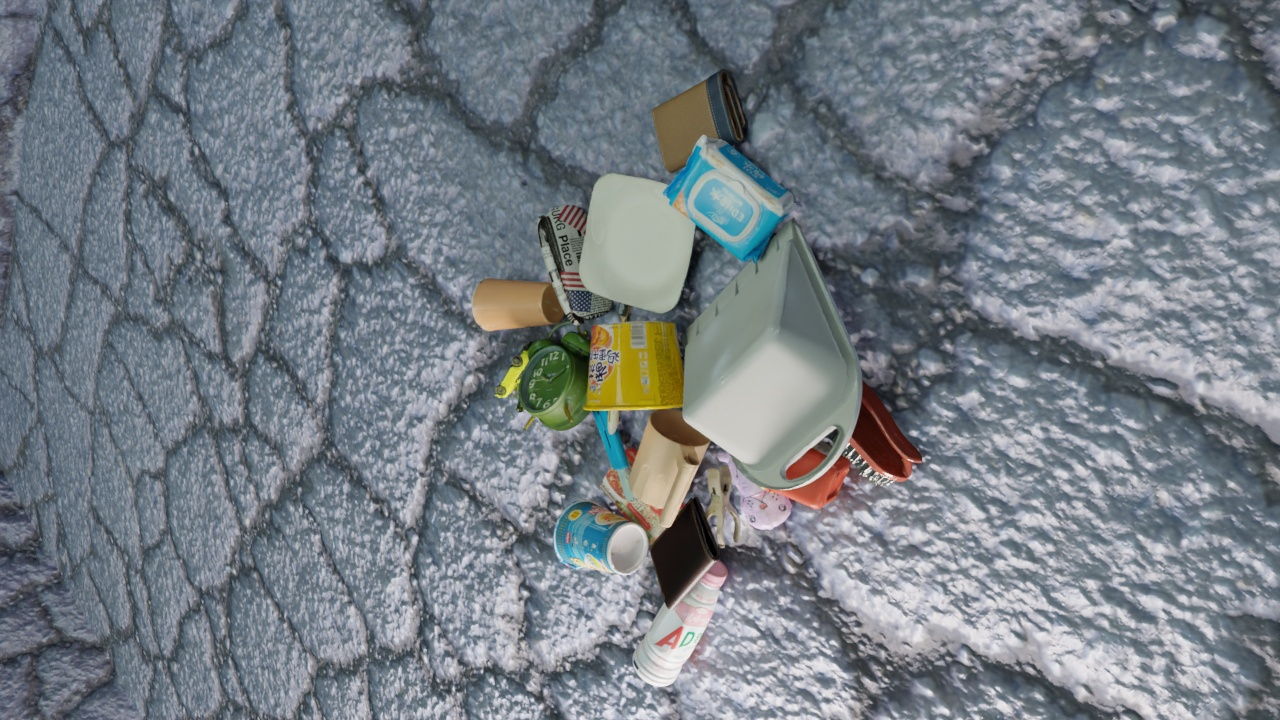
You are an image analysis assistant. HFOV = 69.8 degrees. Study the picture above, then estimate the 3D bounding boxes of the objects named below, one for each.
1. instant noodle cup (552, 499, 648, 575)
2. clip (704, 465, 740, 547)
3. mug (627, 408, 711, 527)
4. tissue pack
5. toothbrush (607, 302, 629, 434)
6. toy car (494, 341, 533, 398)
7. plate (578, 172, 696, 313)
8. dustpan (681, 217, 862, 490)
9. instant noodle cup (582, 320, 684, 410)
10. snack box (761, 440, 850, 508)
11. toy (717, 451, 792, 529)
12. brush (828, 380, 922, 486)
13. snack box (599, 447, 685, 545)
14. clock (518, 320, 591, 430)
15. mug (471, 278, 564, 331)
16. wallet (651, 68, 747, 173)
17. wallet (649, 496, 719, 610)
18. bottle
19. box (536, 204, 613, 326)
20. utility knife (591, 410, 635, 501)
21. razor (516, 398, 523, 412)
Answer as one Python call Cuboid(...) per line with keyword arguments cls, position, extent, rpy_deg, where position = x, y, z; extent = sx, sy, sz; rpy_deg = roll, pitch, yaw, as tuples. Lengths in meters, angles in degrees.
Cuboid(cls="instant noodle cup", position=(-0.049, 0.248, 1.256), extent=(0.110, 0.099, 0.099), rpy_deg=(4, 102, 49))
Cuboid(cls="clip", position=(0.110, 0.189, 1.185), extent=(0.035, 0.082, 0.104), rpy_deg=(-1, 76, 40))
Cuboid(cls="mug", position=(0.039, 0.138, 1.171), extent=(0.124, 0.084, 0.104), rpy_deg=(-107, 32, -58))
Cuboid(cls="tissue pack", position=(0.103, -0.186, 1.067), extent=(0.140, 0.063, 0.090), rpy_deg=(40, 121, 6))
Cuboid(cls="toothbrush", position=(-0.031, 0.006, 1.239), extent=(0.016, 0.018, 0.191), rpy_deg=(8, 93, 25))
Cuboid(cls="toy car", position=(-0.182, 0.018, 1.365), extent=(0.032, 0.048, 0.105), rpy_deg=(35, 121, -2))
Cuboid(cls="plate", position=(0.001, -0.152, 1.184), extent=(0.164, 0.034, 0.164), rpy_deg=(20, 107, 29))
Cuboid(cls="dustpan", position=(0.153, 0.010, 1.044), extent=(0.142, 0.257, 0.223), rpy_deg=(34, 126, -13))
Cuboid(cls="instant noodle cup", position=(-0.007, 0.007, 1.173), extent=(0.138, 0.137, 0.110), rpy_deg=(-3, 88, 39))
Cuboid(cls="snack box", position=(0.193, 0.124, 1.058), extent=(0.080, 0.091, 0.082), rpy_deg=(26, 104, 23))
Cuboid(cls="toy", position=(0.150, 0.155, 1.132), extent=(0.084, 0.039, 0.108), rpy_deg=(-18, 85, 18))
Cuboid(cls="brush", position=(0.249, 0.073, 1.020), extent=(0.146, 0.063, 0.069), rpy_deg=(51, 138, 18))
Cuboid(cls="snack box", position=(0.013, 0.199, 1.256), extent=(0.153, 0.025, 0.075), rpy_deg=(47, 124, 22))
Cuboid(cls="clock", position=(-0.114, 0.019, 1.283), extent=(0.116, 0.056, 0.161), rpy_deg=(-12, 61, 37))
Cuboid(cls="mug", position=(-0.172, -0.082, 1.321), extent=(0.123, 0.078, 0.078), rpy_deg=(1, 99, 33))
Cuboid(cls="wallet", position=(0.069, -0.288, 1.113), extent=(0.116, 0.033, 0.090), rpy_deg=(-17, 85, 40))
Cuboid(cls="wallet", position=(0.053, 0.248, 1.179), extent=(0.123, 0.020, 0.096), rpy_deg=(-56, 38, 37))
Cuboid(cls="bottle", position=(0.056, 0.347, 1.228), extent=(0.068, 0.068, 0.197), rpy_deg=(39, 118, 26))
Cuboid(cls="box", position=(-0.086, -0.133, 1.256), extent=(0.088, 0.076, 0.163), rpy_deg=(-18, 84, 17))
Cuboid(cls="utility knife", position=(-0.040, 0.107, 1.261), extent=(0.034, 0.018, 0.191), rpy_deg=(-38, 63, 37))
Cuboid(cls="razor", position=(-0.129, 0.052, 1.339), extent=(0.133, 0.028, 0.043), rpy_deg=(-10, 58, 41))
